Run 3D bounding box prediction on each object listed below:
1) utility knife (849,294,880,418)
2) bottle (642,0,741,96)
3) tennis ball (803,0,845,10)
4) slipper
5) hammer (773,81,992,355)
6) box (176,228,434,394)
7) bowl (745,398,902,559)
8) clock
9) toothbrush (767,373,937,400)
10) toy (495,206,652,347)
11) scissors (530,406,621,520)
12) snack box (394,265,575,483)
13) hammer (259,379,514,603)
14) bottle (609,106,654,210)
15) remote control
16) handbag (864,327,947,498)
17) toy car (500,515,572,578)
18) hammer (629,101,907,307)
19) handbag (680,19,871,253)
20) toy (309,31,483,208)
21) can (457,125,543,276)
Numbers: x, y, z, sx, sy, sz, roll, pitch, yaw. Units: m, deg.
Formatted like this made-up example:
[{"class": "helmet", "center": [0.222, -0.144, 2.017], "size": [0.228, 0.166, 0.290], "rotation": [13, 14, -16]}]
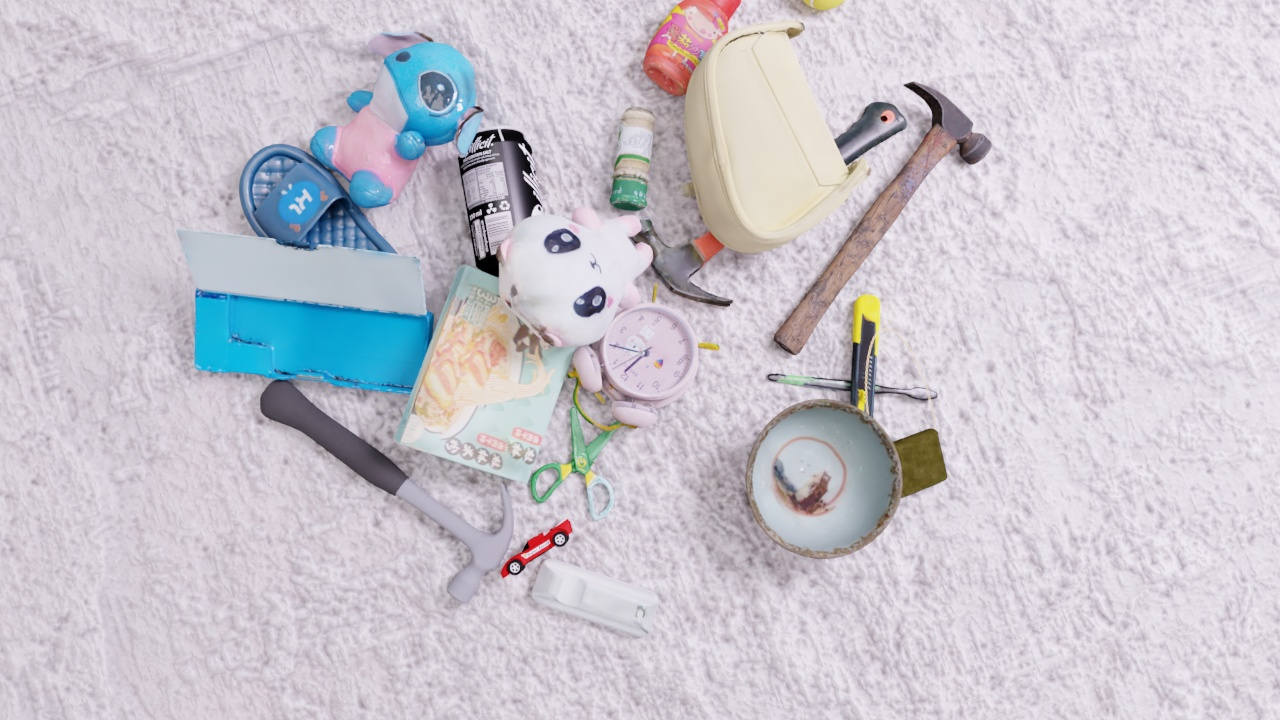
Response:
[{"class": "utility knife", "center": [0.245, 0.013, 1.003], "size": [0.029, 0.020, 0.174], "rotation": [5, 79, 2]}, {"class": "bottle", "center": [0.061, -0.365, 1.022], "size": [0.071, 0.048, 0.134], "rotation": [35, 83, -16]}, {"class": "tennis ball", "center": [0.208, -0.427, 1.027], "size": [0.065, 0.065, 0.065], "rotation": [0, 85, -3]}, {"class": "slipper", "center": [-0.345, -0.140, 0.981], "size": [0.103, 0.059, 0.213], "rotation": [-44, 90, -4]}, {"class": "hammer", "center": [0.250, -0.150, 1.015], "size": [0.120, 0.033, 0.330], "rotation": [38, 87, -12]}, {"class": "box", "center": [-0.340, -0.056, 0.951], "size": [0.243, 0.059, 0.176], "rotation": [7, 122, -2]}, {"class": "bowl", "center": [0.182, 0.123, 0.963], "size": [0.160, 0.094, 0.160], "rotation": [0, 85, -3]}, {"class": "clock", "center": [-0.006, 0.006, 0.978], "size": [0.157, 0.059, 0.117], "rotation": [-44, 88, -11]}, {"class": "toothbrush", "center": [0.234, 0.029, 1.017], "size": [0.188, 0.017, 0.014], "rotation": [7, 81, 1]}, {"class": "toy", "center": [-0.060, -0.090, 0.926], "size": [0.179, 0.102, 0.139], "rotation": [-31, 99, -30]}, {"class": "scissors", "center": [-0.059, 0.116, 0.994], "size": [0.123, 0.011, 0.127], "rotation": [45, 86, 0]}, {"class": "snack box", "center": [-0.155, 0.016, 0.961], "size": [0.141, 0.044, 0.193], "rotation": [22, 84, -24]}, {"class": "hammer", "center": [-0.270, 0.118, 0.976], "size": [0.311, 0.029, 0.125], "rotation": [36, 85, 1]}, {"class": "bottle", "center": [-0.008, -0.222, 1.011], "size": [0.042, 0.043, 0.110], "rotation": [7, 84, -2]}, {"class": "remote control", "center": [-0.048, 0.253, 0.977], "size": [0.133, 0.022, 0.050], "rotation": [18, 85, -1]}, {"class": "handbag", "center": [0.277, 0.054, 0.987], "size": [0.084, 0.027, 0.178], "rotation": [-17, 98, -19]}, {"class": "toy car", "center": [-0.109, 0.199, 0.971], "size": [0.089, 0.038, 0.025], "rotation": [-32, 84, -5]}, {"class": "hammer", "center": [0.157, -0.186, 1.023], "size": [0.333, 0.033, 0.133], "rotation": [-36, 86, -6]}, {"class": "handbag", "center": [0.130, -0.239, 0.976], "size": [0.190, 0.089, 0.233], "rotation": [-22, 87, -17]}, {"class": "toy", "center": [-0.246, -0.245, 0.962], "size": [0.191, 0.099, 0.224], "rotation": [-44, 57, 7]}, {"class": "can", "center": [-0.146, -0.168, 0.981], "size": [0.080, 0.080, 0.146], "rotation": [-10, 85, -4]}]
